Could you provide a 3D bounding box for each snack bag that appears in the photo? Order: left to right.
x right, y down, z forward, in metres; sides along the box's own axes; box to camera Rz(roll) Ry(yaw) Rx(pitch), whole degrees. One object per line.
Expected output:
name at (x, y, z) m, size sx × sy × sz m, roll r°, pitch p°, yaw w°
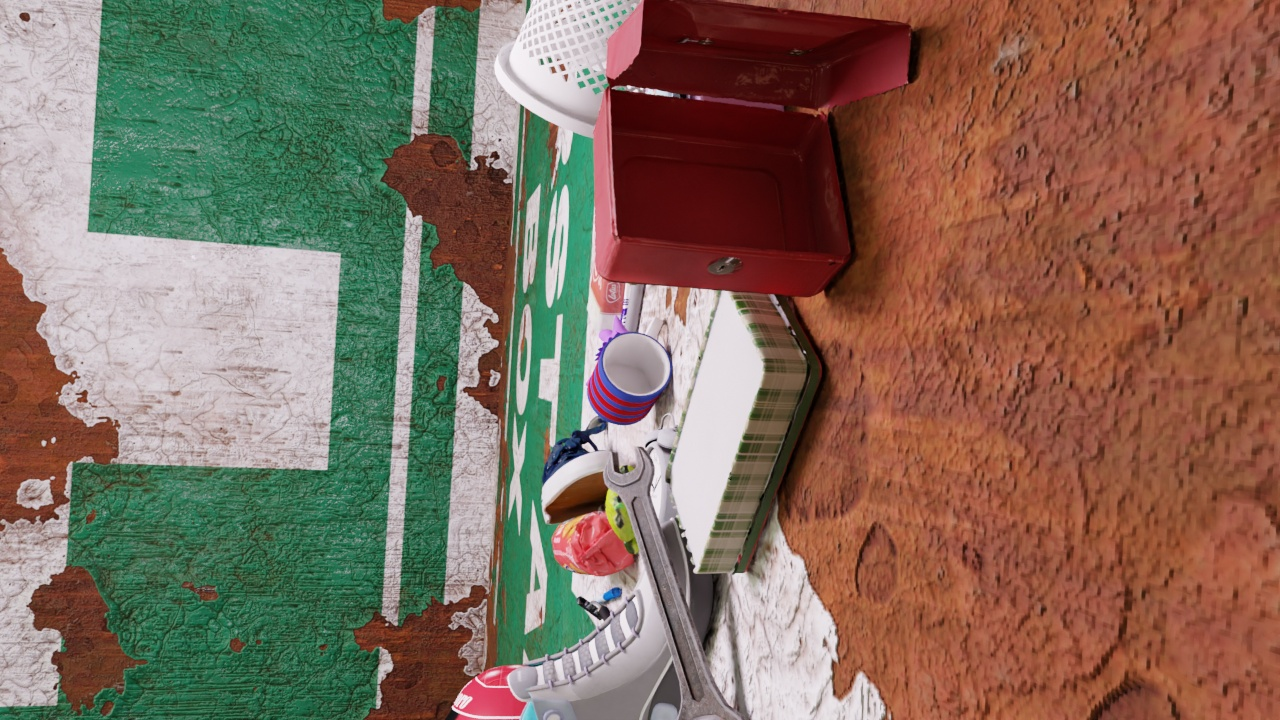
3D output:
snack bag at (-0.056, 0.220, 1.097) m, size 0.177 × 0.082 × 0.082 m, roll 141°, pitch 131°, yaw -72°
snack bag at (-0.031, -0.145, 1.162) m, size 0.077 × 0.041 × 0.226 m, roll -112°, pitch 30°, yaw -56°

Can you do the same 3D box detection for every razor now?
razor at (-0.041, 0.319, 1.124) m, size 0.022 × 0.043 × 0.144 m, roll -53°, pitch 17°, yaw -9°

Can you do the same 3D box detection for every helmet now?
helmet at (-0.171, 0.528, 1.238) m, size 0.271 × 0.197 × 0.224 m, roll 116°, pitch 155°, yaw -77°

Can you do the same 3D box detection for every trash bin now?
trash bin at (-0.026, -0.358, 0.927) m, size 0.195 × 0.195 × 0.200 m, roll -102°, pitch 30°, yaw -48°

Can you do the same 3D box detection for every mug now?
mug at (-0.006, 0.006, 0.974) m, size 0.111 × 0.075 × 0.076 m, roll -64°, pitch 1°, yaw -30°

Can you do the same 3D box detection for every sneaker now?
sneaker at (-0.079, 0.127, 1.158) m, size 0.295 × 0.120 × 0.127 m, roll 126°, pitch 132°, yaw -71°
sneaker at (-0.031, 0.248, 0.809) m, size 0.093 × 0.160 × 0.257 m, roll -111°, pitch 26°, yaw -60°

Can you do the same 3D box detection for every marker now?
marker at (-0.045, 0.301, 1.163) m, size 0.142 × 0.013 × 0.013 m, roll 124°, pitch 147°, yaw -66°
marker at (-0.013, -0.033, 1.103) m, size 0.016 × 0.016 × 0.141 m, roll -114°, pitch 30°, yaw -62°

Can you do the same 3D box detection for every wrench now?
wrench at (0.024, 0.191, 0.729) m, size 0.070 × 0.010 × 0.273 m, roll -37°, pitch 60°, yaw 33°

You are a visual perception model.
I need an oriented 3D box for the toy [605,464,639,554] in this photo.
toy at (-0.009, 0.152, 0.937) m, size 0.093 × 0.036 × 0.094 m, roll 6°, pitch -96°, yaw -68°

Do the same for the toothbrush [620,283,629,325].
toothbrush at (-0.020, -0.039, 1.136) m, size 0.016 × 0.015 × 0.187 m, roll -152°, pitch 65°, yaw -70°

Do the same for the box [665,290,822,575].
box at (0.070, 0.053, 0.678) m, size 0.117 × 0.050 × 0.206 m, roll -111°, pitch 27°, yaw -52°

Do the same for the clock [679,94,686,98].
clock at (0.048, -0.255, 0.852) m, size 0.120 × 0.042 × 0.091 m, roll -106°, pitch 23°, yaw -53°

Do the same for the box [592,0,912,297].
box at (0.055, -0.120, 0.564) m, size 0.152 × 0.157 × 0.165 m, roll -128°, pitch 42°, yaw -74°

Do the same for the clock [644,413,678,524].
clock at (0.025, 0.112, 0.871) m, size 0.095 × 0.035 × 0.122 m, roll 153°, pitch 119°, yaw -74°

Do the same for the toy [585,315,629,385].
toy at (-0.026, 0.000, 1.062) m, size 0.106 × 0.055 × 0.088 m, roll 59°, pitch 139°, yaw 30°

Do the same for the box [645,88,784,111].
box at (0.052, -0.161, 0.700) m, size 0.093 × 0.089 × 0.213 m, roll 129°, pitch 143°, yaw -57°

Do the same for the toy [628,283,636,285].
toy at (-0.005, -0.148, 1.044) m, size 0.092 × 0.043 × 0.118 m, roll -124°, pitch 41°, yaw -70°
